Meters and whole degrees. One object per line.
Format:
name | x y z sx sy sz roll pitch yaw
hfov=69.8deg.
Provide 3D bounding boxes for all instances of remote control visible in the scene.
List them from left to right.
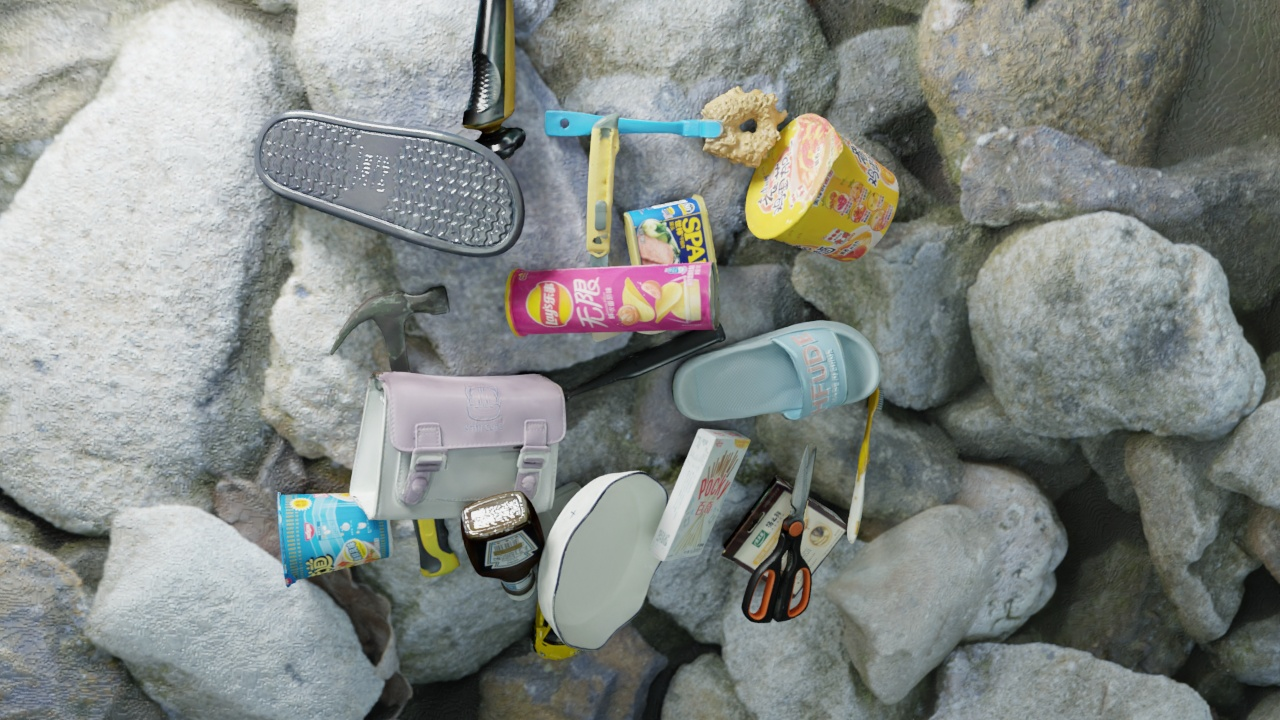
remote control | -0.127 0.193 1.049 0.150 0.021 0.058 -26 115 -5

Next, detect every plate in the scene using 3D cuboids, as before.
plate | -0.041 0.215 1.011 0.204 0.046 0.205 -29 128 -48

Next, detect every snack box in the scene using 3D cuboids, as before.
snack box | 0.068 0.154 1.057 0.084 0.027 0.157 8 108 -55
snack box | 0.168 0.209 1.103 0.125 0.053 0.113 35 96 -19

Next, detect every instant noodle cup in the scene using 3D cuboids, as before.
instant noodle cup | -0.322 0.182 0.972 0.109 0.099 0.099 -5 106 -20
instant noodle cup | 0.194 -0.173 0.966 0.109 0.138 0.138 21 100 -25

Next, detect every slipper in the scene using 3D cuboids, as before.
slipper | -0.238 -0.176 0.903 0.268 0.083 0.110 16 93 2
slipper | 0.158 0.019 1.038 0.245 0.074 0.104 -9 106 -8

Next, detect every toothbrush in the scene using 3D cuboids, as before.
toothbrush | -0.006 0.006 1.023 0.212 0.027 0.026 -23 71 -6
toothbrush | 0.270 0.125 1.099 0.018 0.016 0.191 11 86 -26

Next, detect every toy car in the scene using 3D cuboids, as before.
toy car | -0.087 0.286 1.071 0.071 0.041 0.156 3 108 -20

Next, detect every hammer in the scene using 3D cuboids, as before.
hammer | -0.248 0.085 0.990 0.126 0.032 0.323 -9 107 -10

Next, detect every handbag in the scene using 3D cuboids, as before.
handbag | -0.183 0.086 0.945 0.196 0.098 0.145 3 97 -35

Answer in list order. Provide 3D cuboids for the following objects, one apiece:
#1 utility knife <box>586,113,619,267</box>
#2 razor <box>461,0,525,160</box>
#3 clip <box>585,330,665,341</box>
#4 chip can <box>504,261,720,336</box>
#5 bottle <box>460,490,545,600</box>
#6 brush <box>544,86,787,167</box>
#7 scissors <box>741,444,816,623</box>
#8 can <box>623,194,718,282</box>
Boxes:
utility knife | -0.041 -0.154 0.970 0.031 0.022 0.211 4 119 -1
razor | -0.142 -0.280 0.906 0.067 0.062 0.167 -5 102 -43
clip | -0.011 -0.044 1.000 0.100 0.071 0.035 -11 107 -13
chip can | -0.027 -0.062 0.934 0.211 0.071 0.071 -1 107 13
bottle | -0.139 0.204 0.972 0.080 0.044 0.195 -16 146 -9
brush | 0.028 -0.244 0.955 0.254 0.046 0.083 -1 106 -7
scissors | 0.186 0.205 1.075 0.141 0.022 0.235 26 95 -30
can | 0.032 -0.118 0.982 0.083 0.057 0.102 -14 107 -6
